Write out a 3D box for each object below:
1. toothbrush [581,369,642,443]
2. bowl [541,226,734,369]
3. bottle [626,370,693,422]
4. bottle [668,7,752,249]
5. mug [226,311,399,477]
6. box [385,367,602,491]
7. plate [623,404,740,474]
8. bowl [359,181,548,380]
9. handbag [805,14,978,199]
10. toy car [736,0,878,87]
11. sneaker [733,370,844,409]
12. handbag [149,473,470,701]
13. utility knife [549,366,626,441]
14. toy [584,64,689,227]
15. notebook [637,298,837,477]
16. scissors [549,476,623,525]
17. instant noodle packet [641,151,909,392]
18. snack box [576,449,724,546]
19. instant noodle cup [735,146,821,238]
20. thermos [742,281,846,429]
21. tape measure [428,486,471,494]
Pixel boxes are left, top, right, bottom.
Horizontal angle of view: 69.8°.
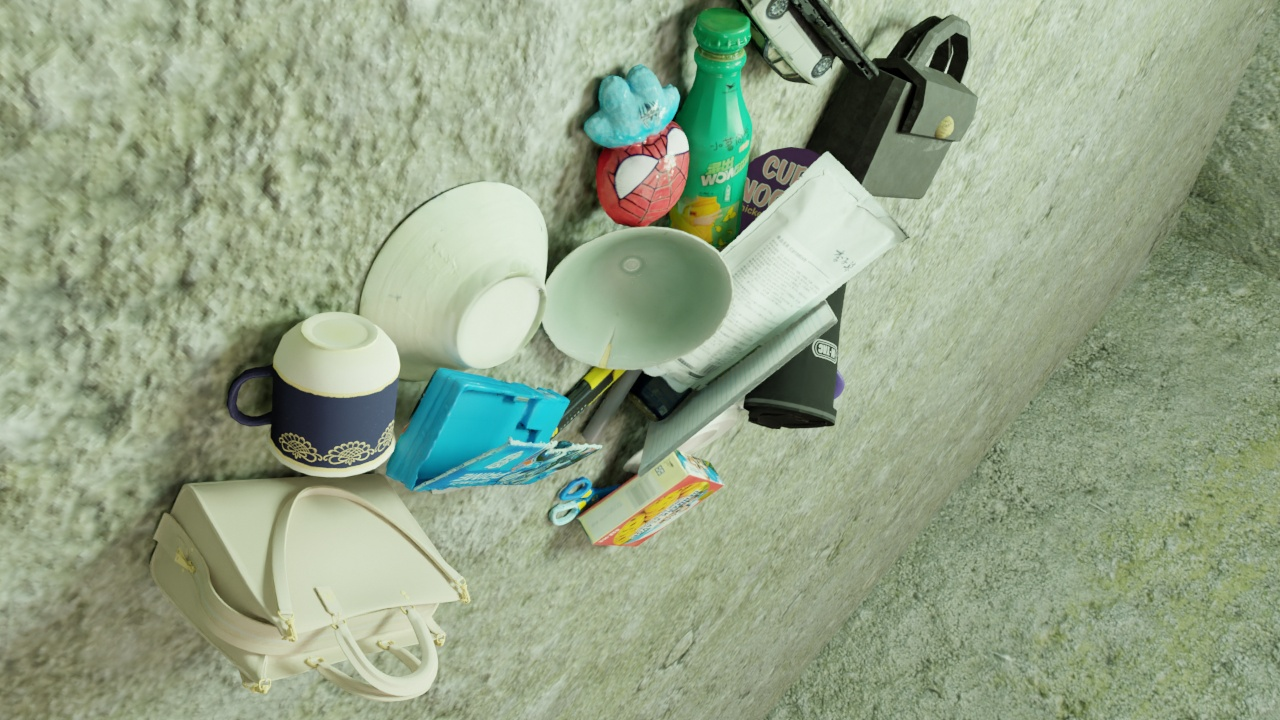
[{"bbox_3d":[-0.006,0.006,0.964,0.018,0.019,0.188,30,99,-16],"label":"toothbrush"},{"bbox_3d":[-0.008,-0.071,0.822,0.174,0.067,0.174,-5,139,-5],"label":"bowl"},{"bbox_3d":[0.054,-0.005,1.001,0.160,0.056,0.056,-46,150,-12],"label":"bottle"},{"bbox_3d":[0.063,-0.196,0.794,0.068,0.068,0.210,-34,146,-30],"label":"bottle"},{"bbox_3d":[-0.220,0.016,0.621,0.111,0.085,0.089,5,121,-16],"label":"mug"},{"bbox_3d":[-0.106,0.072,0.764,0.092,0.085,0.243,-63,165,2],"label":"box"},{"bbox_3d":[0.052,0.097,1.083,0.157,0.014,0.157,-26,165,-8],"label":"plate"},{"bbox_3d":[-0.123,-0.045,0.704,0.176,0.058,0.177,-35,146,-28],"label":"bowl"},{"bbox_3d":[0.302,-0.279,1.011,0.196,0.102,0.200,-11,131,-50],"label":"handbag"},{"bbox_3d":[0.128,-0.289,0.788,0.071,0.094,0.191,-39,156,20],"label":"toy car"},{"bbox_3d":[0.173,0.037,1.161,0.243,0.111,0.092,-15,133,-48],"label":"sneaker"},{"bbox_3d":[-0.215,0.170,0.660,0.194,0.198,0.101,7,116,-57],"label":"handbag"},{"bbox_3d":[-0.077,0.055,0.919,0.187,0.020,0.029,-45,148,-12],"label":"utility knife"},{"bbox_3d":[0.000,-0.171,0.744,0.092,0.062,0.133,-39,137,-29],"label":"toy"},{"bbox_3d":[0.096,0.015,0.963,0.246,0.013,0.177,-40,-172,13],"label":"notebook"},{"bbox_3d":[-0.054,0.152,1.064,0.130,0.022,0.071,-6,127,-47],"label":"scissors"},{"bbox_3d":[0.111,-0.073,0.881,0.270,0.057,0.146,-40,135,22],"label":"instant noodle packet"},{"bbox_3d":[0.016,0.168,1.098,0.143,0.040,0.145,-37,157,10],"label":"snack box"},{"bbox_3d":[0.165,-0.142,0.963,0.121,0.122,0.137,1,113,-66],"label":"instant noodle cup"},{"bbox_3d":[0.189,-0.029,1.064,0.105,0.106,0.218,29,71,-61],"label":"thermos"},{"bbox_3d":[-0.167,0.087,0.821,0.062,0.020,0.060,-7,122,-53],"label":"tape measure"}]
